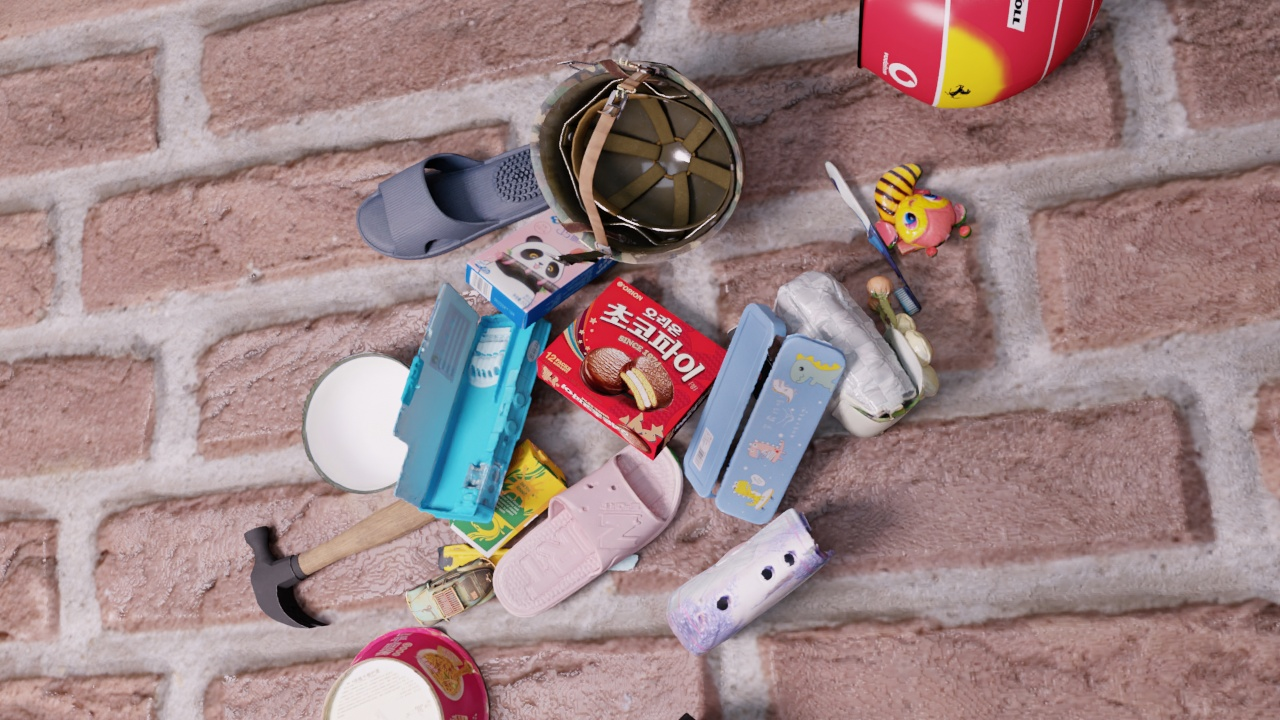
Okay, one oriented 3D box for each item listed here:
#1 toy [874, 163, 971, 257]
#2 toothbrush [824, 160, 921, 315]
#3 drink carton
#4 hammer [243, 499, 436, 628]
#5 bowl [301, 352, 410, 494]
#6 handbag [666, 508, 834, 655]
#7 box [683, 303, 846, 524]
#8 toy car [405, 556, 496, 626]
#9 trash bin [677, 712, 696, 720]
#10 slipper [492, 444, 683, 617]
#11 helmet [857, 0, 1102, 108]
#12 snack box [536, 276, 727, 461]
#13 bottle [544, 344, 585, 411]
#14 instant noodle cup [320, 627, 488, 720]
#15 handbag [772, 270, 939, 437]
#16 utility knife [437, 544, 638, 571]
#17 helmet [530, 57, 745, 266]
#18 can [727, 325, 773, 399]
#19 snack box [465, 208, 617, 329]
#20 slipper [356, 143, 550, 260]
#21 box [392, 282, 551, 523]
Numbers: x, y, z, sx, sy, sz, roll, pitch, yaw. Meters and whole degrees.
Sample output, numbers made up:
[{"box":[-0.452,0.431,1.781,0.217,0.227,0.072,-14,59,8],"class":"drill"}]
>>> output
[{"box":[0.281,-0.150,0.933,0.084,0.046,0.103,-35,73,12],"class":"toy"},{"box":[0.238,-0.130,0.955,0.017,0.016,0.189,-31,77,17],"class":"toothbrush"},{"box":[-0.138,0.144,0.974,0.122,0.041,0.058,-40,117,5],"class":"drink carton"},{"box":[-0.293,0.194,1.021,0.306,0.040,0.132,-26,74,7],"class":"hammer"},{"box":[-0.288,0.071,1.015,0.153,0.073,0.153,-2,81,12],"class":"bowl"},{"box":[0.105,0.209,0.881,0.159,0.126,0.069,-37,74,7],"class":"handbag"},{"box":[0.110,0.056,0.888,0.122,0.047,0.210,36,121,29],"class":"box"},{"box":[-0.203,0.251,0.979,0.112,0.047,0.047,-27,93,11],"class":"toy car"},{"box":[0.069,0.467,0.815,0.227,0.217,0.218,38,91,19],"class":"trash bin"},{"box":[-0.054,0.175,0.945,0.239,0.064,0.094,-40,74,-1],"class":"slipper"},{"box":[0.324,-0.376,0.877,0.225,0.198,0.270,4,75,13],"class":"helmet"},{"box":[-0.006,0.006,0.950,0.152,0.036,0.132,35,64,15],"class":"snack box"},{"box":[-0.061,0.025,0.984,0.112,0.047,0.047,35,91,15],"class":"bottle"},{"box":[-0.256,0.377,0.964,0.179,0.077,0.178,-2,82,12],"class":"instant noodle cup"},{"box":[0.211,-0.018,0.899,0.123,0.112,0.171,-34,76,-4],"class":"handbag"},{"box":[-0.114,0.214,0.989,0.228,0.019,0.030,-2,91,9],"class":"utility knife"},{"box":[-0.009,-0.195,0.905,0.224,0.235,0.193,17,110,4],"class":"helmet"},{"box":[0.120,0.001,0.954,0.031,0.031,0.080,-24,78,8],"class":"can"},{"box":[-0.100,-0.105,0.976,0.088,0.033,0.153,39,55,14],"class":"snack box"},{"box":[-0.207,-0.184,1.028,0.264,0.082,0.101,-14,82,10],"class":"slipper"},{"box":[-0.188,0.039,0.938,0.097,0.117,0.226,-3,63,40],"class":"box"}]
